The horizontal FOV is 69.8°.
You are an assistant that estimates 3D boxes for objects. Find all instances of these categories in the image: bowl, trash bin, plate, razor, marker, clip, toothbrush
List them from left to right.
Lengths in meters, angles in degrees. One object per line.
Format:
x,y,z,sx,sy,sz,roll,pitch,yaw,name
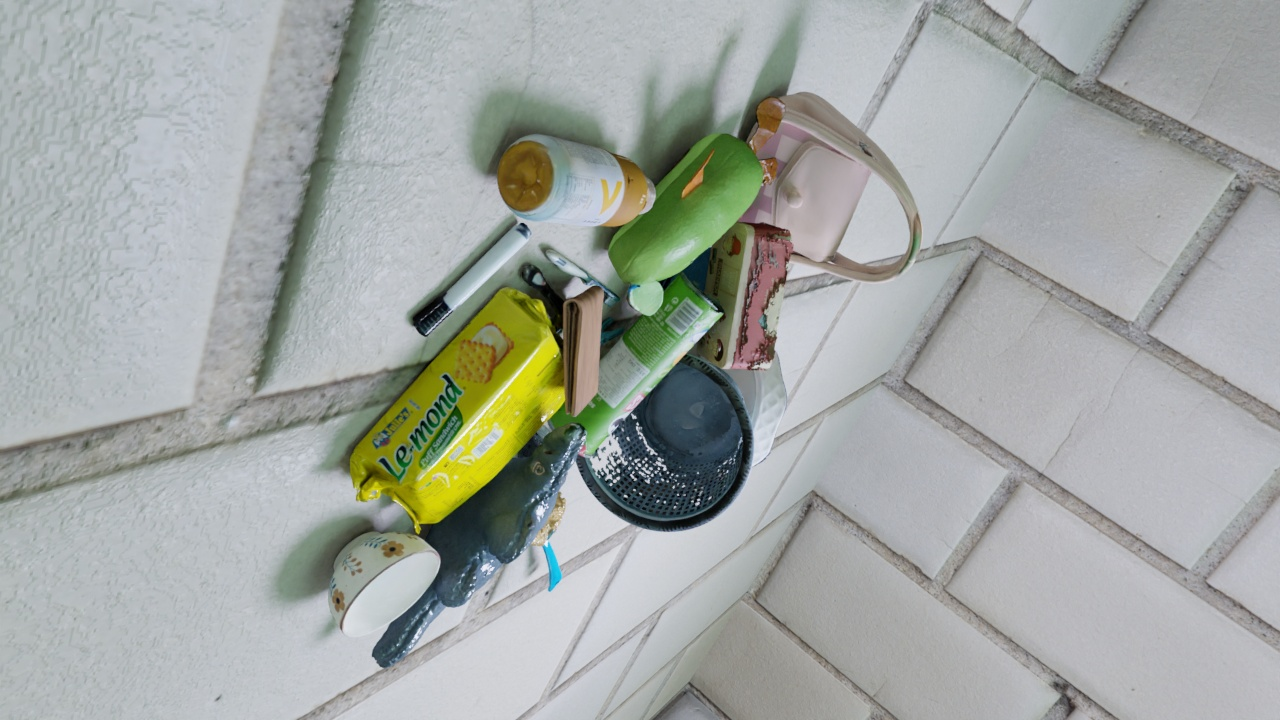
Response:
-0.260,0.208,0.900,0.113,0.062,0.114,-38,155,-21,bowl
-0.142,-0.070,0.780,0.130,0.018,0.023,-47,149,-15,marker
-0.086,-0.061,0.907,0.042,0.022,0.143,-53,159,-7,razor
-0.058,-0.082,0.941,0.018,0.016,0.191,-45,160,7,toothbrush
-0.045,-0.030,1.044,0.056,0.041,0.014,-32,152,-35,clip
0.048,0.085,1.190,0.227,0.226,0.194,-59,171,15,trash bin
0.127,0.061,1.334,0.045,0.204,0.205,13,116,-33,plate

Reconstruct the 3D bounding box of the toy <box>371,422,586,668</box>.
-0.166,0.179,0.974,0.357,0.091,0.137,-48,-166,18,toy

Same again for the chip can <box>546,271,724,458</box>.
-0.006,0.006,1.051,0.236,0.072,0.072,-48,161,13,chip can

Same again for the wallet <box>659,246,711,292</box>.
0.084,-0.080,1.124,0.133,0.040,0.106,24,100,-28,wallet

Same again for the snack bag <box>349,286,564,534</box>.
-0.157,0.053,0.873,0.246,0.068,0.158,-48,158,-11,snack bag

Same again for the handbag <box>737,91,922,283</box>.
0.223,-0.181,1.068,0.093,0.234,0.194,-39,155,-38,handbag

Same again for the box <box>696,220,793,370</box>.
0.128,-0.076,1.072,0.079,0.091,0.168,1,106,-22,box

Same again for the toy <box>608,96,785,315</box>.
0.059,-0.164,0.958,0.246,0.090,0.227,-44,170,-14,toy

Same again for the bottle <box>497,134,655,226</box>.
-0.045,-0.149,0.788,0.189,0.068,0.068,-10,132,-61,bottle

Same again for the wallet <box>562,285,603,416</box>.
-0.056,-0.011,0.907,0.101,0.020,0.115,-47,140,-74,wallet

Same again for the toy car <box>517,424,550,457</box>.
-0.117,0.113,1.068,0.036,0.054,0.121,-36,152,-32,toy car

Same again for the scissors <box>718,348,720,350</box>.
0.137,-0.082,1.199,0.144,0.014,0.173,-31,136,-56,scissors

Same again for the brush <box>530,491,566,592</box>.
-0.129,0.258,1.267,0.083,0.046,0.255,-46,152,-29,brush
